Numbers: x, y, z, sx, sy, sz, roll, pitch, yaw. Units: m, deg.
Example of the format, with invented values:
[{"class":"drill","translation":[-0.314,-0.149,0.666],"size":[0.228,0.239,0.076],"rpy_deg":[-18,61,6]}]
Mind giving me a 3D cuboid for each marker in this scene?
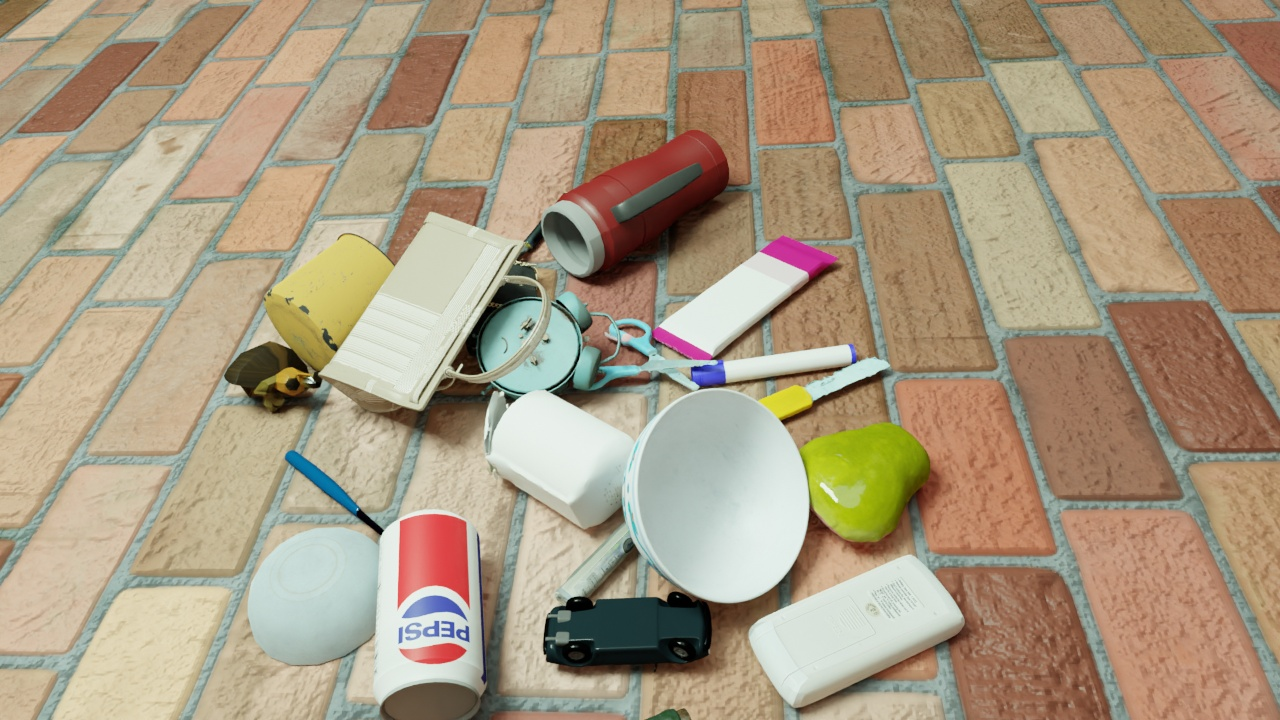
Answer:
[{"class":"marker","translation":[0.115,0.004,0.795],"size":[0.141,0.020,0.020],"rpy_deg":[-8,44,-2]}]

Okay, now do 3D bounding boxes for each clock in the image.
[{"class":"clock","translation":[-0.079,-0.010,0.787],"size":[0.124,0.053,0.090],"rpy_deg":[-11,72,-4]}]

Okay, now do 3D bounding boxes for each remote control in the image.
[{"class":"remote control","translation":[0.143,0.176,0.607],"size":[0.138,0.025,0.060],"rpy_deg":[-19,45,-16]}]

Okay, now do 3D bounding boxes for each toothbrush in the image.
[{"class":"toothbrush","translation":[-0.231,0.111,0.725],"size":[0.168,0.014,0.014],"rpy_deg":[28,42,33]},{"class":"toothbrush","translation":[0.006,0.117,0.687],"size":[0.185,0.022,0.024],"rpy_deg":[-40,17,-30]}]

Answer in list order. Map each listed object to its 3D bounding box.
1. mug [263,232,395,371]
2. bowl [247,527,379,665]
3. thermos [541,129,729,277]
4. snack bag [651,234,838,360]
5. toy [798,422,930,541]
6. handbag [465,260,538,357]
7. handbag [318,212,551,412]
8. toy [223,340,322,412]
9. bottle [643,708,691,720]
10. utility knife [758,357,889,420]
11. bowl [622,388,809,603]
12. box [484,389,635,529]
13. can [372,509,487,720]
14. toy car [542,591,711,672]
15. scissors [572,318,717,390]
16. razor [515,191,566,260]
[{"class":"mug","translation":[-0.282,-0.047,0.846],"size":[0.124,0.100,0.093],"rpy_deg":[-13,28,53]},{"class":"bowl","translation":[-0.232,0.160,0.656],"size":[0.106,0.039,0.106],"rpy_deg":[-3,44,3]},{"class":"thermos","translation":[0.004,-0.164,0.927],"size":[0.198,0.084,0.108],"rpy_deg":[-35,14,-30]},{"class":"snack bag","translation":[0.100,-0.061,0.867],"size":[0.070,0.016,0.196],"rpy_deg":[29,53,37]},{"class":"toy","translation":[0.169,0.085,0.681],"size":[0.109,0.051,0.090],"rpy_deg":[-24,49,-21]},{"class":"handbag","translation":[-0.130,-0.056,0.871],"size":[0.079,0.054,0.128],"rpy_deg":[-2,40,-11]},{"class":"handbag","translation":[-0.148,-0.033,0.752],"size":[0.198,0.062,0.175],"rpy_deg":[10,63,43]},{"class":"toy","translation":[-0.315,0.015,0.804],"size":[0.100,0.062,0.076],"rpy_deg":[6,6,33]},{"class":"bottle","translation":[-0.050,0.245,0.537],"size":[0.174,0.055,0.055],"rpy_deg":[-17,45,-14]},{"class":"utility knife","translation":[0.110,0.041,0.758],"size":[0.223,0.019,0.030],"rpy_deg":[-24,52,-12]},{"class":"bowl","translation":[0.040,0.097,0.650],"size":[0.143,0.144,0.074],"rpy_deg":[-41,11,-31]},{"class":"box","translation":[-0.074,0.070,0.707],"size":[0.143,0.080,0.089],"rpy_deg":[28,68,32]},{"class":"can","translation":[-0.140,0.170,0.613],"size":[0.070,0.070,0.132],"rpy_deg":[-10,44,-4]},{"class":"toy car","translation":[-0.009,0.182,0.612],"size":[0.112,0.034,0.046],"rpy_deg":[-3,43,4]},{"class":"scissors","translation":[-0.004,0.006,0.797],"size":[0.111,0.015,0.141],"rpy_deg":[-35,36,-19]},{"class":"razor","translation":[-0.109,-0.138,0.970],"size":[0.022,0.043,0.143],"rpy_deg":[47,48,-10]}]
